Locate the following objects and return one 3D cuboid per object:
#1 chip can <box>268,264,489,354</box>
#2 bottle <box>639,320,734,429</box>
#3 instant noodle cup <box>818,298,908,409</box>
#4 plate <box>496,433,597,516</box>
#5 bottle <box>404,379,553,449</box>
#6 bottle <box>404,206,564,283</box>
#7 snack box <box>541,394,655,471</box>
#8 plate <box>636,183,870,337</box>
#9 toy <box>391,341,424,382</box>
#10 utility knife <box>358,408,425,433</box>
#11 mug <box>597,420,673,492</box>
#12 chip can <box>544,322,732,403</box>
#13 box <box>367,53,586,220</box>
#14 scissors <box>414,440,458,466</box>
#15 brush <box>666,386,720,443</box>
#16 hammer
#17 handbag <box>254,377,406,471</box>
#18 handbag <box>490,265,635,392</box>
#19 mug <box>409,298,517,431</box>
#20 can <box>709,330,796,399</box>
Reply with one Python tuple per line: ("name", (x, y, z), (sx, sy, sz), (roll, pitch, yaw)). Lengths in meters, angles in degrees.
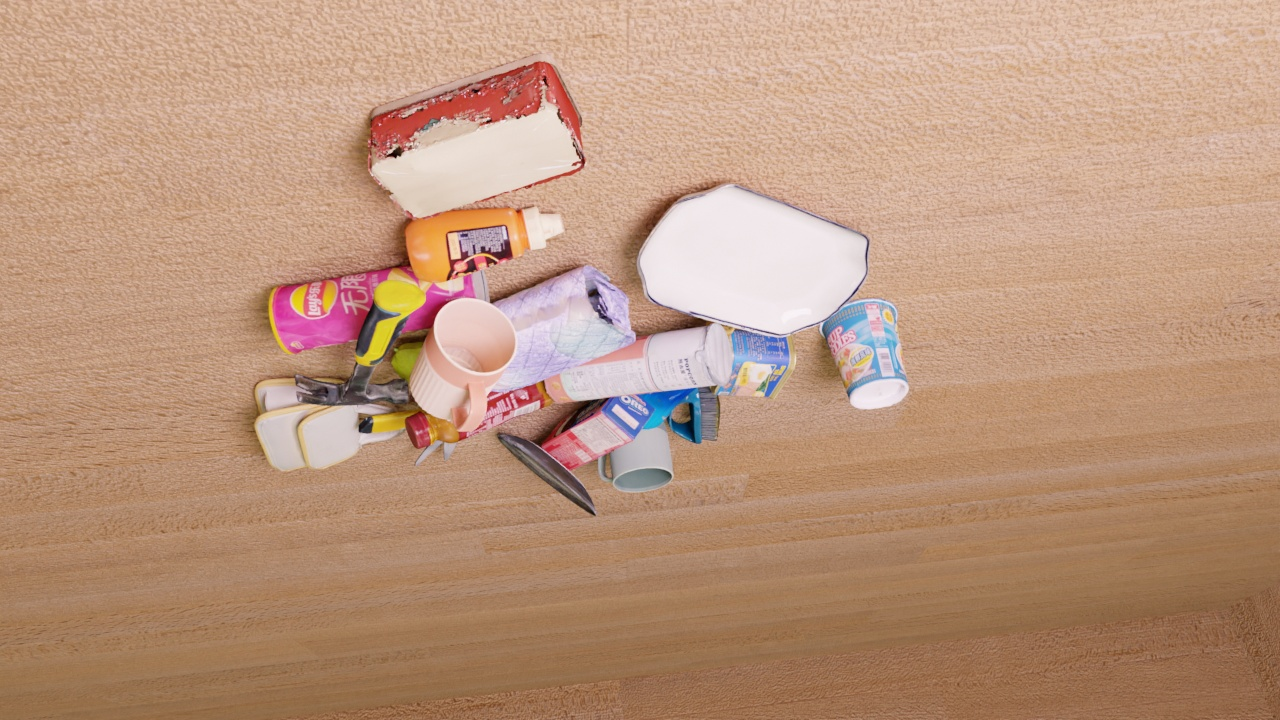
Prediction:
("chip can", (-0.264, -0.058, 0.938), (0.210, 0.071, 0.071), (-10, 150, 3))
("bottle", (0.048, 0.012, 1.133), (0.065, 0.065, 0.219), (9, 146, -26))
("instant noodle cup", (0.278, -0.004, 1.114), (0.099, 0.109, 0.099), (-5, 149, -4))
("plate", (-0.126, 0.153, 1.283), (0.179, 0.024, 0.179), (36, 167, 10))
("bottle", (-0.190, 0.056, 1.089), (0.174, 0.057, 0.058), (-21, 157, -27))
("bottle", (-0.147, -0.118, 0.880), (0.149, 0.066, 0.067), (-12, 150, -6))
("snack box", (-0.057, 0.089, 1.186), (0.058, 0.057, 0.208), (43, 149, -9))
("plate", (0.118, -0.106, 0.955), (0.265, 0.034, 0.162), (13, 132, -30))
("toy", (-0.256, 0.008, 1.092), (0.097, 0.031, 0.100), (-32, 146, 31))
("utility knife", (-0.280, 0.071, 1.182), (0.167, 0.015, 0.033), (-9, 148, -31))
("mug", (-0.014, 0.122, 1.264), (0.112, 0.106, 0.082), (-27, 146, 29))
("chip can", (-0.006, 0.006, 1.061), (0.215, 0.071, 0.071), (-8, 152, 27))
("box", (-0.135, -0.177, 0.760), (0.168, 0.076, 0.091), (-15, 150, 11))
("scissors", (-0.228, 0.080, 1.198), (0.198, 0.021, 0.227), (-20, 156, -7))
("brush", (0.071, 0.070, 1.246), (0.073, 0.055, 0.144), (-8, 150, 1))
("hammer", (-0.274, -0.007, 0.923), (0.126, 0.032, 0.324), (-3, 163, -25))
("handbag", (-0.390, 0.084, 1.169), (0.178, 0.063, 0.164), (-3, 151, -15))
("handbag", (-0.112, -0.033, 1.007), (0.194, 0.075, 0.134), (-21, 160, 18))
("mug", (-0.174, 0.015, 0.901), (0.081, 0.114, 0.106), (1, 151, -29))
("can", (0.137, 0.004, 1.151), (0.083, 0.057, 0.102), (3, 148, -12))
